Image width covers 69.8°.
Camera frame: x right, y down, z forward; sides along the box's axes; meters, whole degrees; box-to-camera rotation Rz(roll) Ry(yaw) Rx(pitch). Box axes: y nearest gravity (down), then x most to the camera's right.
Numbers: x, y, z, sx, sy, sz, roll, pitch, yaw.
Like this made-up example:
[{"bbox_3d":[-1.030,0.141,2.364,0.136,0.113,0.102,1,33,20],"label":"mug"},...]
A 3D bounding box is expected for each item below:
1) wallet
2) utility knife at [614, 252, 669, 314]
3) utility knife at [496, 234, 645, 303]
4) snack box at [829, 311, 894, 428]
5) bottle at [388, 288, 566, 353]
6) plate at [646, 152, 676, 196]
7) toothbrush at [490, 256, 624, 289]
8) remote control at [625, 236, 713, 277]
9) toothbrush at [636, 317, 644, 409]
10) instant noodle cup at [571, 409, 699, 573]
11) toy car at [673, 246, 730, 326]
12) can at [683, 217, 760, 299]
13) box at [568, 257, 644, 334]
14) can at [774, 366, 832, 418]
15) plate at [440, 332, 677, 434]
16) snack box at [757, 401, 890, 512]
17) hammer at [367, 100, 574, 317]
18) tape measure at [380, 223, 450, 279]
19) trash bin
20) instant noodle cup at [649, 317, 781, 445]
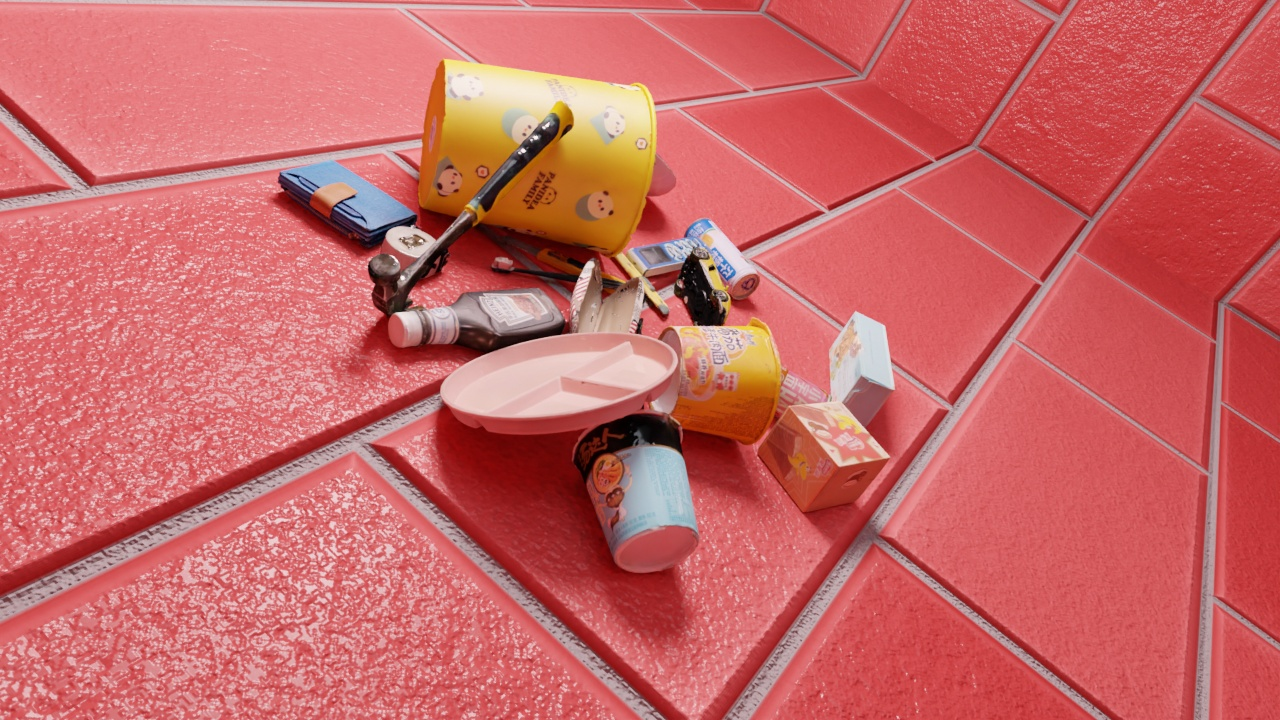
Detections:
[{"bbox_3d":[-0.342,-0.188,1.073,0.133,0.040,0.106,32,28,7],"label":"wallet"},{"bbox_3d":[-0.008,-0.114,1.244,0.167,0.018,0.031,46,14,33],"label":"utility knife"},{"bbox_3d":[-0.087,-0.121,1.189,0.209,0.015,0.033,22,33,-10],"label":"utility knife"},{"bbox_3d":[0.296,0.011,1.238,0.051,0.074,0.174,25,32,-6],"label":"snack box"},{"bbox_3d":[-0.175,-0.041,0.987,0.194,0.044,0.080,-9,47,-42],"label":"bottle"},{"bbox_3d":[-0.036,-0.303,1.389,0.192,0.039,0.192,32,-6,3],"label":"plate"},{"bbox_3d":[-0.098,-0.107,1.150,0.181,0.018,0.015,8,46,-24],"label":"toothbrush"},{"bbox_3d":[0.043,-0.147,1.300,0.124,0.024,0.049,-14,51,-32],"label":"remote control"},{"bbox_3d":[-0.006,0.006,1.064,0.027,0.026,0.212,27,31,-16],"label":"toothbrush"},{"bbox_3d":[0.002,0.124,0.842,0.111,0.111,0.120,9,43,-28],"label":"instant noodle cup"},{"bbox_3d":[0.086,-0.087,1.223,0.041,0.071,0.155,7,40,-24],"label":"toy car"},{"bbox_3d":[0.119,-0.150,1.348,0.053,0.053,0.134,-2,43,-39],"label":"can"},{"bbox_3d":[-0.035,-0.060,1.090,0.088,0.076,0.162,3,32,4],"label":"box"},{"bbox_3d":[0.157,0.031,1.122,0.147,0.058,0.057,30,32,2],"label":"can"},{"bbox_3d":[-0.077,0.020,0.889,0.229,0.028,0.229,-6,20,2],"label":"plate"},{"bbox_3d":[0.206,0.106,1.035,0.092,0.077,0.094,-2,44,-39],"label":"snack box"},{"bbox_3d":[-0.175,-0.167,0.994,0.032,0.126,0.322,34,64,7],"label":"hammer"},{"bbox_3d":[-0.261,-0.123,1.045,0.066,0.034,0.065,33,32,10],"label":"tape measure"},{"bbox_3d":[-0.140,-0.262,1.170,0.255,0.230,0.229,6,38,-21],"label":"trash bin"},{"bbox_3d":[0.075,0.021,1.015,0.109,0.138,0.137,7,38,-18],"label":"instant noodle cup"}]
